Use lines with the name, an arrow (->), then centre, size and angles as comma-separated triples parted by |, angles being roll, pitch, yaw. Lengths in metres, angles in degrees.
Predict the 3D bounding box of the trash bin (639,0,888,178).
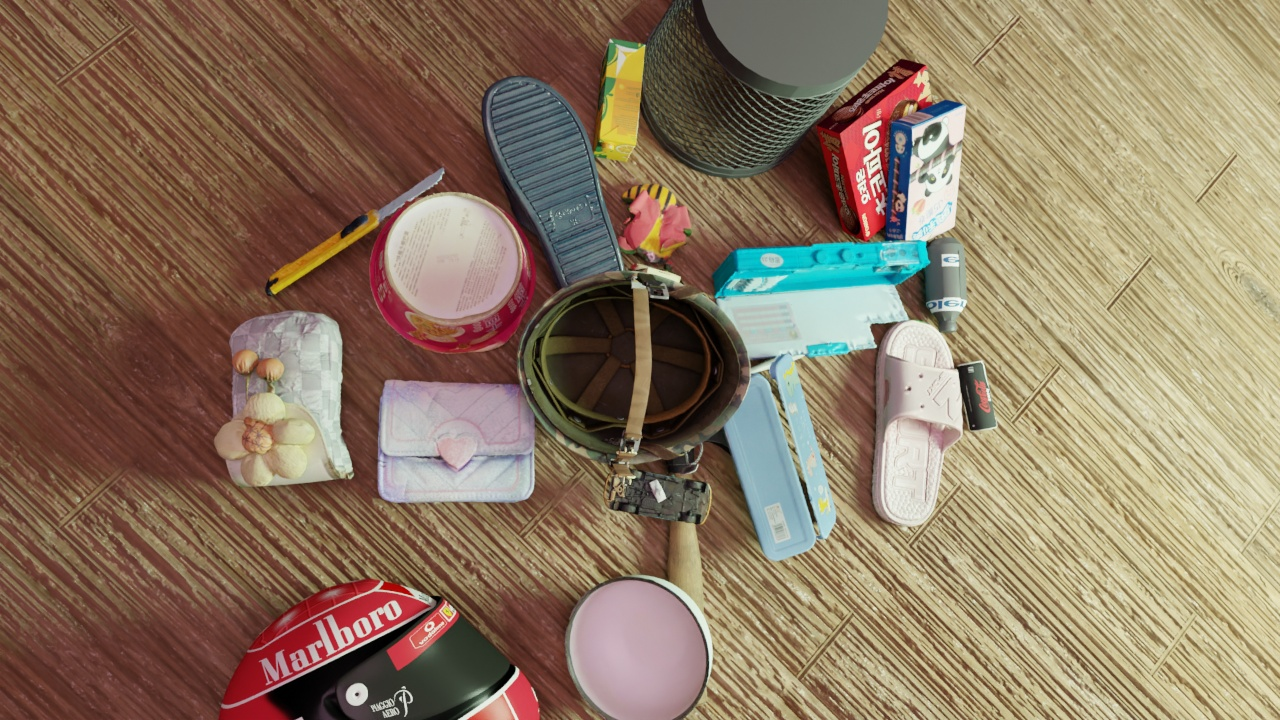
trash bin -> 0.124, -0.333, 0.971 | 0.217, 0.228, 0.217 | 1, 83, -11

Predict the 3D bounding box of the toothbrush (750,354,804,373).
toothbrush -> 0.106, 0.013, 1.038 | 0.189, 0.016, 0.017 | -16, 77, -12

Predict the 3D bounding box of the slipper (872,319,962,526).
slipper -> 0.319, 0.071, 1.049 | 0.094, 0.064, 0.239 | 8, 84, -10

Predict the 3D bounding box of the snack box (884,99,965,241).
snack box -> 0.324, -0.209, 1.045 | 0.087, 0.033, 0.154 | -26, 129, -24

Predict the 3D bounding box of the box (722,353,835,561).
box -> 0.156, 0.104, 0.989 | 0.121, 0.047, 0.209 | -24, 103, -26

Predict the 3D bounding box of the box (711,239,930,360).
box -> 0.204, -0.062, 1.023 | 0.226, 0.097, 0.117 | -4, 79, -12

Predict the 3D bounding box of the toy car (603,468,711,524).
toy car -> 0.016, 0.140, 0.959 | 0.112, 0.047, 0.047 | 11, 86, -5

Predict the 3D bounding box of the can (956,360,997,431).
can -> 0.397, 0.042, 1.083 | 0.031, 0.031, 0.080 | -9, 86, -12

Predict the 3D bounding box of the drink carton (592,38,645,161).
drink carton -> -0.025, -0.286, 1.023 | 0.041, 0.058, 0.122 | 7, 82, -10

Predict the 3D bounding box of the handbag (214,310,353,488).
handbag -> -0.350, 0.035, 0.892 | 0.112, 0.123, 0.171 | -5, 84, 3

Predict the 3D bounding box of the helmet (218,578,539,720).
helmet -> -0.247, 0.314, 0.844 | 0.270, 0.198, 0.224 | -24, 89, -21

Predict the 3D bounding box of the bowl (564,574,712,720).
bowl -> 0.005, 0.291, 0.942 | 0.154, 0.072, 0.153 | 0, 90, 19

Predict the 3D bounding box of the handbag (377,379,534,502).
handbag -> -0.189, 0.083, 0.947 | 0.158, 0.069, 0.126 | 2, 82, -8

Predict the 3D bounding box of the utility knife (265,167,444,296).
utility knife -> -0.293, -0.131, 0.936 | 0.228, 0.019, 0.030 | -30, 51, 5

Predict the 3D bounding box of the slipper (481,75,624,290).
slipper -> -0.093, -0.178, 0.994 | 0.101, 0.082, 0.264 | -27, 109, -13

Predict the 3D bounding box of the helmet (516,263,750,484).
helmet -> -0.005, 0.005, 0.899 | 0.224, 0.236, 0.193 | 8, 100, 9

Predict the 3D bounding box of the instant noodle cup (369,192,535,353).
instant noodle cup -> -0.195, -0.100, 0.959 | 0.178, 0.078, 0.178 | 1, 83, -11

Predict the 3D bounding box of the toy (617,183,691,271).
toy -> 0.014, -0.151, 1.026 | 0.084, 0.046, 0.103 | -6, 80, 2

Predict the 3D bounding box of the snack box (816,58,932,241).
snack box -> 0.275, -0.236, 1.041 | 0.132, 0.036, 0.152 | -39, 134, -13

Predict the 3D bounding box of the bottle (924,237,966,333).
bottle -> 0.360, -0.088, 1.083 | 0.047, 0.047, 0.112 | 1, 84, -11

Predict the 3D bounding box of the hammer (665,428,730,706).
hammer -> 0.053, 0.216, 0.996 | 0.132, 0.040, 0.305 | -2, 85, -8
